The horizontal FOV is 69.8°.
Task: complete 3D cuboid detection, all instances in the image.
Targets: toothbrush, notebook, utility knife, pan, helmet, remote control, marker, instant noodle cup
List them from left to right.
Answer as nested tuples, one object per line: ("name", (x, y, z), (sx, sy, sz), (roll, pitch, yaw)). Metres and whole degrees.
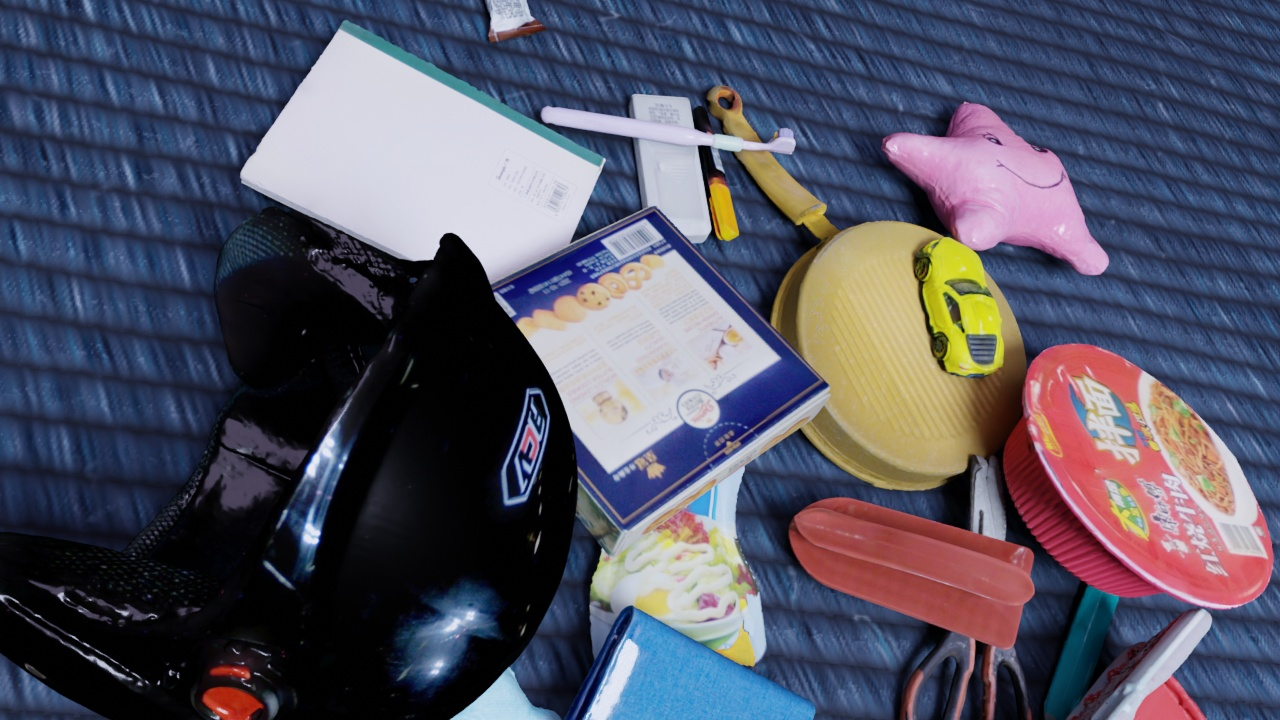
("helmet", (-0.140, 0.065, 0.425), (0.230, 0.276, 0.232), (43, 41, -25))
("notebook", (-0.140, -0.133, 0.635), (0.209, 0.012, 0.150), (26, 63, -12))
("toothbrush", (0.020, -0.172, 0.681), (0.189, 0.029, 0.021), (6, 101, -3))
("remote control", (0.022, -0.147, 0.697), (0.049, 0.024, 0.124), (-1, 67, -17))
("marker", (0.056, -0.144, 0.699), (0.018, 0.015, 0.123), (20, 52, -46))
("pan", (0.149, -0.072, 0.689), (0.197, 0.078, 0.357), (-22, 81, -26))
("utility knife", (0.314, 0.186, 0.640), (0.029, 0.013, 0.179), (37, 64, -2))
("instant noodle cup", (0.315, 0.084, 0.608), (0.193, 0.066, 0.193), (15, 48, -17))

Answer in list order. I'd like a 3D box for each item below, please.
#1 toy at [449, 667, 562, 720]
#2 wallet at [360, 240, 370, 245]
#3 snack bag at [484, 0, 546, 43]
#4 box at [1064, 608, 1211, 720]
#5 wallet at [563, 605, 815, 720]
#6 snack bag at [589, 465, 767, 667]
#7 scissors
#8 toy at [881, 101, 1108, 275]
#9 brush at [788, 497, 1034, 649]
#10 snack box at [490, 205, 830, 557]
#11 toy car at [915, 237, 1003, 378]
("toy", (-0.100, 0.247, 0.475), (0.161, 0.050, 0.156), (-14, 66, -32))
("wallet", (-0.182, -0.136, 0.637), (0.122, 0.020, 0.096), (-37, 86, -27))
("snack bag", (-0.110, -0.293, 0.721), (0.048, 0.026, 0.104), (-17, 73, -15))
("box", (0.278, 0.249, 0.559), (0.200, 0.074, 0.155), (-33, 120, -25))
("wallet", (0.023, 0.212, 0.510), (0.133, 0.040, 0.106), (31, 77, -15))
("snack bag", (0.018, 0.098, 0.582), (0.110, 0.039, 0.190), (-2, 67, -5))
("scissors", (0.209, 0.168, 0.597), (0.191, 0.015, 0.207), (-27, 83, -14))
("toy", (0.279, -0.149, 0.741), (0.194, 0.075, 0.178), (8, 52, -22))
("brush", (0.163, 0.124, 0.569), (0.146, 0.069, 0.063), (16, 71, 16))
("snack box", (-0.003, 0.003, 0.583), (0.177, 0.046, 0.182), (-30, 69, -30))
("toy car", (0.228, -0.040, 0.645), (0.048, 0.032, 0.105), (-2, 71, -21))
